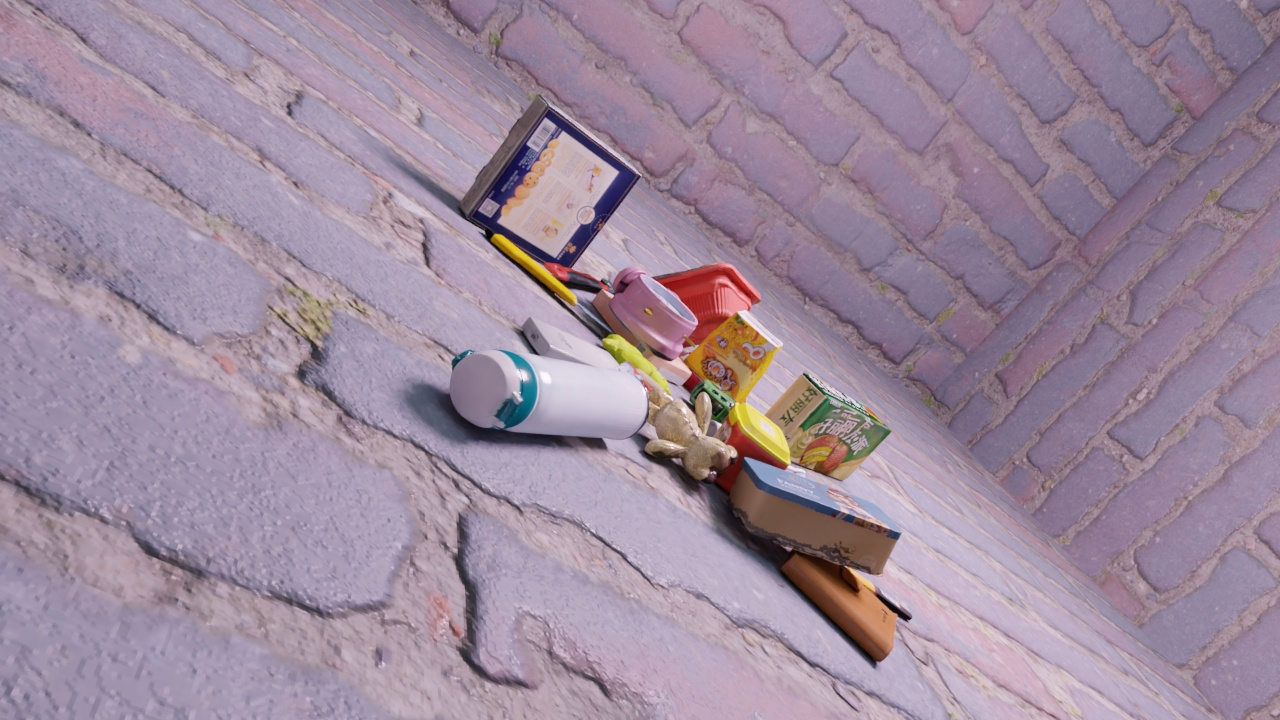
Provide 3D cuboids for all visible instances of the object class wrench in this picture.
[{"bbox_3d":[-0.071,-0.110,1.311,0.056,0.016,0.273,41,10,20],"label":"wrench"}]

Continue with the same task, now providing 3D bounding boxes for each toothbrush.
[{"bbox_3d":[0.154,0.121,1.185,0.221,0.027,0.026,28,57,-43],"label":"toothbrush"}]

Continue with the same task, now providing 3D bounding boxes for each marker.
[{"bbox_3d":[0.276,0.273,1.065,0.124,0.015,0.018,36,16,-27],"label":"marker"}]

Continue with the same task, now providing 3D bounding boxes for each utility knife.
[{"bbox_3d":[-0.116,-0.099,1.172,0.217,0.015,0.033,39,13,6],"label":"utility knife"}]

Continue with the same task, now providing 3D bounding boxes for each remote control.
[{"bbox_3d":[-0.069,-0.006,1.002,0.135,0.019,0.056,25,20,-47],"label":"remote control"}]

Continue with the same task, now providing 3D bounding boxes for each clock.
[{"bbox_3d":[0.016,-0.070,1.226,0.117,0.060,0.158,33,15,-28],"label":"clock"}]

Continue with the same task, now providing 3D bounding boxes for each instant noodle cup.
[{"bbox_3d":[0.087,-0.076,1.374,0.188,0.165,0.079,27,52,-63],"label":"instant noodle cup"},{"bbox_3d":[0.128,0.000,1.289,0.116,0.124,0.116,43,15,9],"label":"instant noodle cup"}]

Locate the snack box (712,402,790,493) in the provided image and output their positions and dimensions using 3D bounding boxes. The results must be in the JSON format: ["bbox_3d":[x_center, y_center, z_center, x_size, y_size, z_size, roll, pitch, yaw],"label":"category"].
[{"bbox_3d":[0.117,0.104,1.028,0.082,0.080,0.091,37,14,-10],"label":"snack box"}]

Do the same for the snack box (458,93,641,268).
[{"bbox_3d":[-0.118,-0.228,1.228,0.182,0.178,0.046,29,14,-41],"label":"snack box"}]

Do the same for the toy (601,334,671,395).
[{"bbox_3d":[-0.007,0.006,1.108,0.096,0.031,0.100,34,11,-26],"label":"toy"}]

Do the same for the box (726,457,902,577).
[{"bbox_3d":[0.173,0.160,0.954,0.184,0.060,0.090,23,9,-15],"label":"box"}]

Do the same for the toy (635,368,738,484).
[{"bbox_3d":[0.030,0.069,0.969,0.157,0.066,0.104,40,46,17],"label":"toy"}]

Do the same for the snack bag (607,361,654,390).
[{"bbox_3d":[-0.035,0.025,0.934,0.104,0.026,0.048,-18,52,-38],"label":"snack bag"}]

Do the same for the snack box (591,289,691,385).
[{"bbox_3d":[0.000,-0.032,1.254,0.084,0.026,0.157,25,21,-46],"label":"snack box"}]

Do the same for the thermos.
[{"bbox_3d":[-0.074,0.030,0.783,0.073,0.073,0.224,47,16,25],"label":"thermos"}]

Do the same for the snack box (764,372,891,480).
[{"bbox_3d":[0.277,0.104,1.379,0.240,0.114,0.063,24,20,-50],"label":"snack box"}]

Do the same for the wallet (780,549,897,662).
[{"bbox_3d":[0.207,0.241,0.948,0.132,0.031,0.107,44,16,11],"label":"wallet"}]

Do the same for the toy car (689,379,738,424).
[{"bbox_3d":[0.105,0.065,1.195,0.091,0.043,0.036,39,11,1],"label":"toy car"}]
